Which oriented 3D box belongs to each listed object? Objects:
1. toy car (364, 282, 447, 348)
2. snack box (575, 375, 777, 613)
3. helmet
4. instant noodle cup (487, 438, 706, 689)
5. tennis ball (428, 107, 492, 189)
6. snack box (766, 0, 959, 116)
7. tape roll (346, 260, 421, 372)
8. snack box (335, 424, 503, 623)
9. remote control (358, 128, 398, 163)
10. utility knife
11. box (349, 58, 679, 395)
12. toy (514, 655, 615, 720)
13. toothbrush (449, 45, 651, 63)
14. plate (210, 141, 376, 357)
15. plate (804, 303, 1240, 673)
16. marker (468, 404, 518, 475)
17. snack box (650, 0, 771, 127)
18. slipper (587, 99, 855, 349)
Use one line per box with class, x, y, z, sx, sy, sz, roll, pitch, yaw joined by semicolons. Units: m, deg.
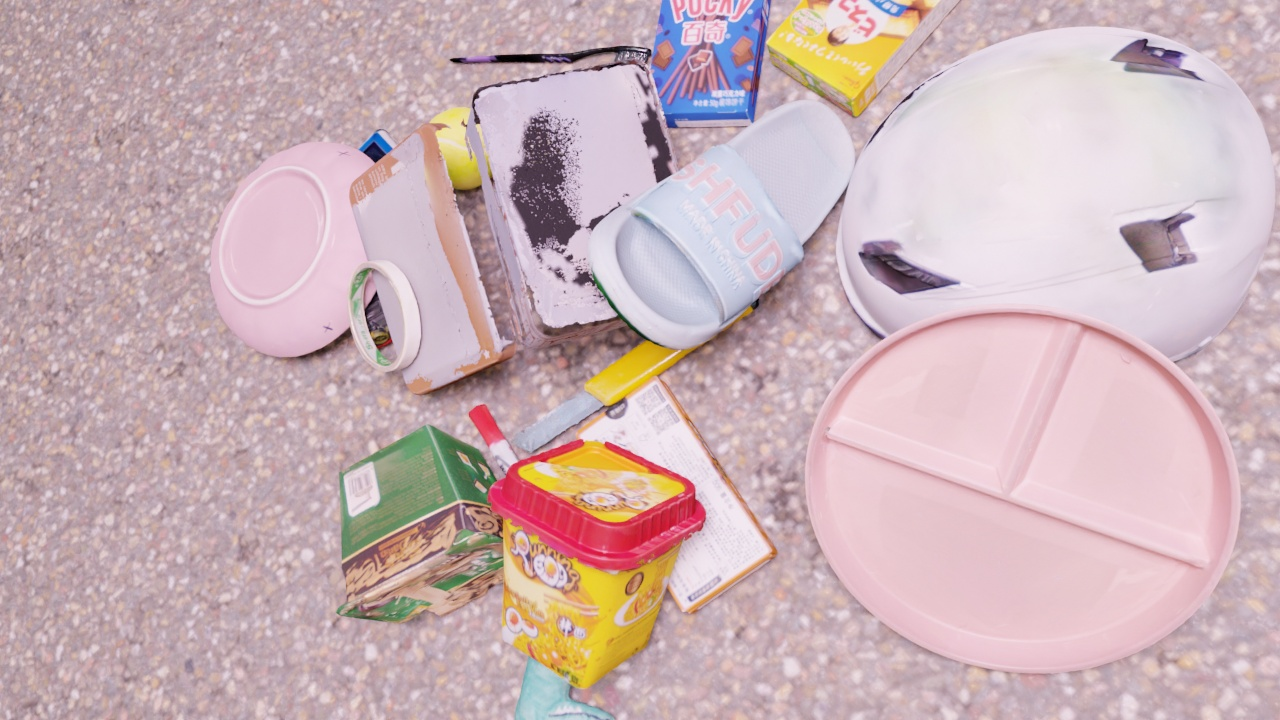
toy car;-0.191;-0.051;0.754;0.106;0.031;0.049;-32;69;11
snack box;0.023;0.092;0.648;0.075;0.026;0.153;-37;68;8
helmet;0.242;-0.101;0.555;0.259;0.146;0.228;1;77;20
instant noodle cup;-0.033;0.131;0.596;0.116;0.115;0.124;22;111;31
tennis ball;-0.146;-0.173;0.751;0.065;0.065;0.065;-5;75;18
snack box;0.172;-0.260;0.681;0.087;0.033;0.140;43;94;23
tape roll;-0.197;-0.034;0.701;0.086;0.013;0.086;15;112;42
snack box;-0.153;0.114;0.658;0.118;0.117;0.105;-29;65;7
remote control;-0.252;-0.143;0.802;0.125;0.024;0.049;-45;67;5
utility knife;-0.004;0.004;0.684;0.223;0.015;0.033;-34;69;6
box;-0.093;-0.090;0.657;0.270;0.136;0.179;-17;88;15
toy;-0.057;0.224;0.643;0.096;0.030;0.092;13;86;14
toothbrush;-0.080;-0.254;0.777;0.189;0.014;0.017;5;91;20
plate;-0.295;-0.100;0.770;0.193;0.039;0.192;-6;75;24
plate;0.212;0.076;0.533;0.230;0.028;0.230;7;110;20
marker;-0.089;0.093;0.691;0.017;0.017;0.145;-38;68;7
snack box;0.056;-0.261;0.723;0.085;0.026;0.157;5;78;21
slipper;0.071;-0.097;0.598;0.244;0.074;0.104;-42;104;-29
